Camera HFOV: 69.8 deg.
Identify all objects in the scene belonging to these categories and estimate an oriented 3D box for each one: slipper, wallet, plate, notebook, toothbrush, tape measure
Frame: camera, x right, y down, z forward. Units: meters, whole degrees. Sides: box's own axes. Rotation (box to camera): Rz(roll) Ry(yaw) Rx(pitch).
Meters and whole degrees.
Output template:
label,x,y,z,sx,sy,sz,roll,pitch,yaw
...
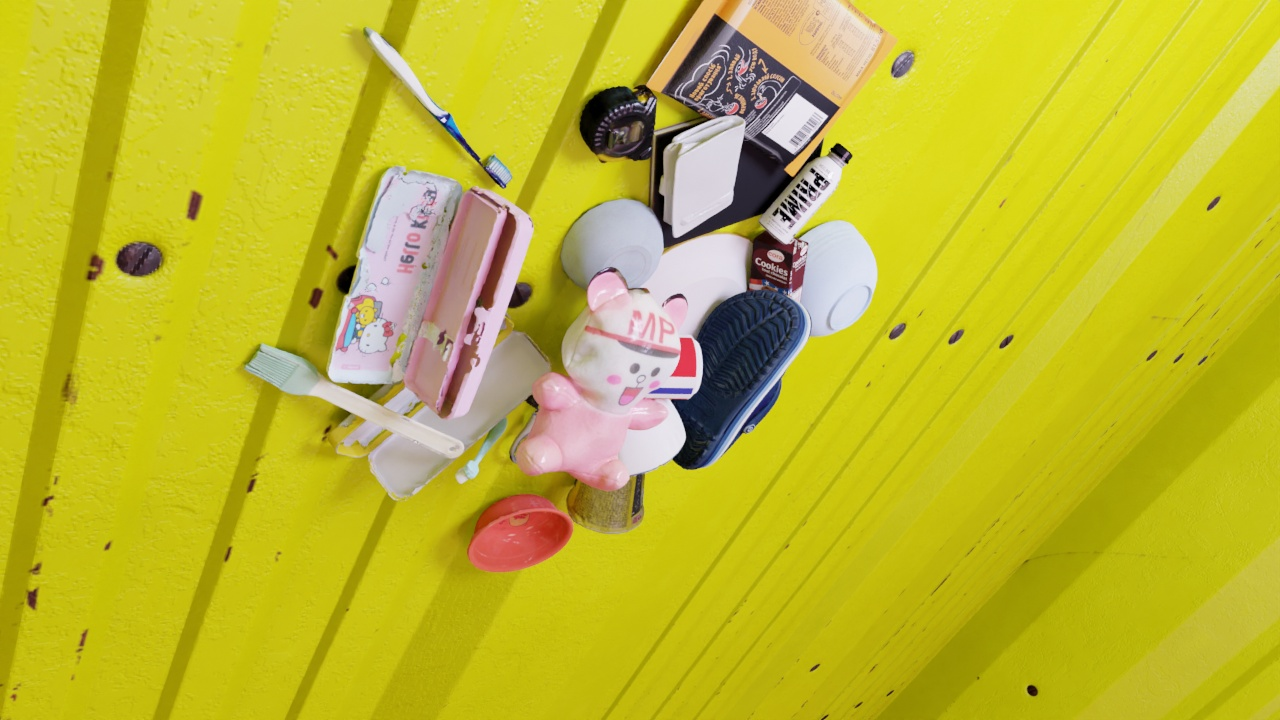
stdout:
label,x,y,z,sx,sy,sz,roll,pitch,yaw
slipper,0.110,0.021,1.060,0.095,0.105,0.253,-3,134,-46
wallet,0.057,-0.177,0.875,0.086,0.032,0.116,-27,152,-20
plate,0.055,-0.044,1.045,0.229,0.021,0.230,-23,141,-20
notebook,0.100,-0.196,0.930,0.208,0.008,0.142,-22,141,-21
toothbrush,-0.152,-0.193,0.715,0.017,0.016,0.189,-48,144,-3
toothbrush,-0.155,0.085,0.917,0.016,0.016,0.180,-35,-171,11
tape measure,-0.018,-0.203,0.793,0.062,0.038,0.067,-15,145,-23

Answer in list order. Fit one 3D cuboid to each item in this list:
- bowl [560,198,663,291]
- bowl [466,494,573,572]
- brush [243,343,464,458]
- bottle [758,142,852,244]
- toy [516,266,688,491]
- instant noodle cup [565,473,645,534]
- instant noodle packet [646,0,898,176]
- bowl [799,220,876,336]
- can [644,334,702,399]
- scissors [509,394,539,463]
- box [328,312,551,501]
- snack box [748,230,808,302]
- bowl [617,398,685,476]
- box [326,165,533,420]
label,x,y,z,sx,sy,sz,roll,pitch,yaw
bowl,-0.021,-0.102,0.894,0.106,0.039,0.106,-18,140,-16
bowl,-0.149,0.202,1.108,0.130,0.045,0.131,-14,141,-12
brush,-0.251,0.044,0.836,0.217,0.012,0.033,32,109,-34
bottle,0.177,-0.179,0.970,0.116,0.041,0.041,-49,143,15
toy,-0.035,0.019,0.889,0.141,0.084,0.213,18,101,-35
instant noodle cup,-0.035,0.140,1.116,0.102,0.102,0.108,-10,127,-33
instant noodle packet,0.127,-0.273,0.838,0.220,0.032,0.160,17,119,-43
bowl,0.227,-0.084,1.096,0.150,0.075,0.151,-26,143,-22
can,-0.006,0.006,0.978,0.132,0.070,0.070,1,132,-15
scissors,-0.105,0.057,1.014,0.168,0.012,0.158,-2,131,-49
box,-0.189,0.044,0.882,0.210,0.080,0.084,-41,163,2
snack box,0.153,-0.076,1.045,0.031,0.051,0.141,-37,142,-37
bowl,-0.012,0.069,1.032,0.116,0.116,0.066,-26,122,-16
box,-0.181,-0.051,0.769,0.103,0.101,0.202,-4,124,-51
